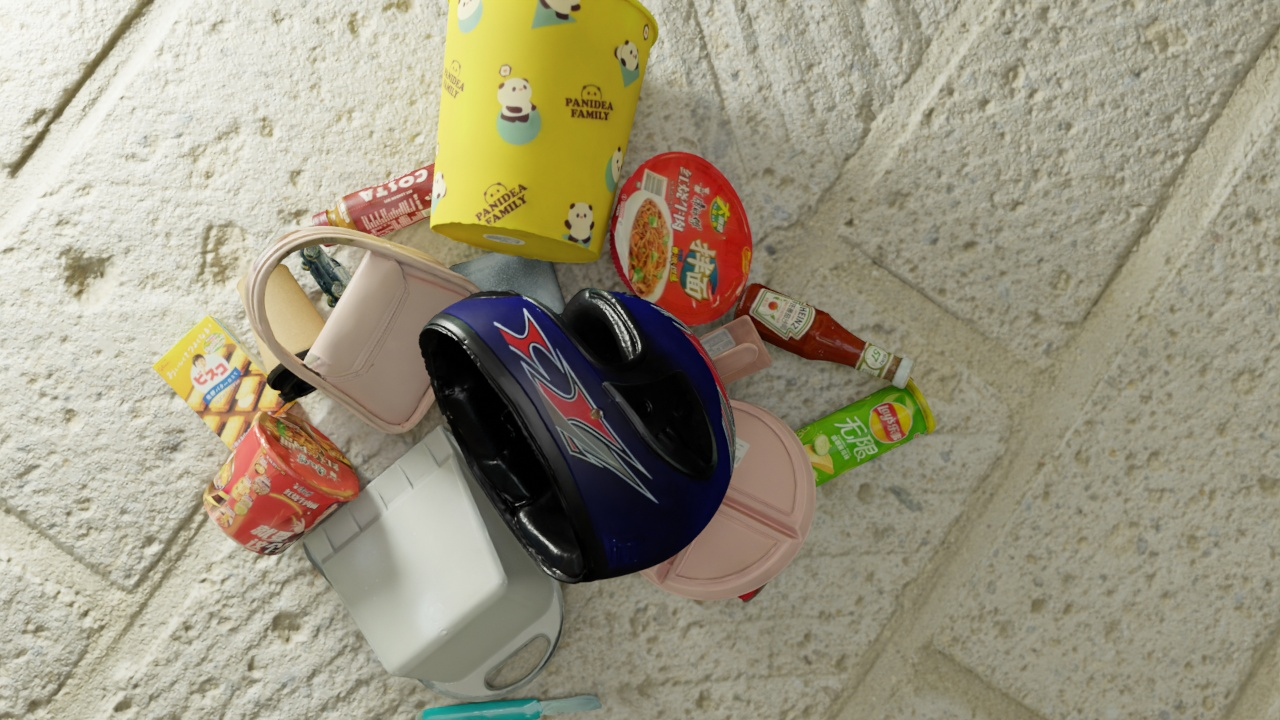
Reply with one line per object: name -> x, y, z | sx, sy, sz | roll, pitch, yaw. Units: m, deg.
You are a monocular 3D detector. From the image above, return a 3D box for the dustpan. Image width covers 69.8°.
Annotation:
dustpan -> -0.215, 0.252, 1.039 | 0.223, 0.142, 0.257 | -39, 60, 5

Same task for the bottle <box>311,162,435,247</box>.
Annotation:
bottle -> -0.288, -0.178, 1.056 | 0.175, 0.057, 0.057 | -21, 87, -3

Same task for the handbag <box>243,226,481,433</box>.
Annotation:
handbag -> -0.300, -0.046, 0.970 | 0.234, 0.093, 0.193 | 31, 86, -43

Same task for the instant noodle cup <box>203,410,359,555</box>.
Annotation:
instant noodle cup -> -0.395, 0.139, 1.001 | 0.138, 0.138, 0.108 | 44, 94, 2

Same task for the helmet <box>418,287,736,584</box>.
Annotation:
helmet -> -0.041, 0.048, 0.904 | 0.239, 0.248, 0.315 | -33, 100, -30

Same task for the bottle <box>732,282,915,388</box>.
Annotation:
bottle -> 0.206, -0.025, 1.035 | 0.206, 0.060, 0.059 | 25, 86, 14

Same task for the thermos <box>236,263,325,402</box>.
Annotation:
thermos -> -0.396, -0.034, 1.034 | 0.093, 0.093, 0.143 | -31, 80, -3

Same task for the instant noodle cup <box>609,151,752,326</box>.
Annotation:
instant noodle cup -> 0.034, -0.133, 1.027 | 0.193, 0.066, 0.193 | 2, 86, -37

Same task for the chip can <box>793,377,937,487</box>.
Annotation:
chip can -> 0.220, 0.096, 1.042 | 0.221, 0.072, 0.072 | -26, 87, -3

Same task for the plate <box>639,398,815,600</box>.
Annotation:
plate -> 0.074, 0.143, 0.998 | 0.230, 0.028, 0.229 | -8, 63, 16

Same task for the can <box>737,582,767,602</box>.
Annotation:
can -> 0.085, 0.211, 1.041 | 0.133, 0.053, 0.053 | 42, 86, 2

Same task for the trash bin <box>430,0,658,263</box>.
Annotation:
trash bin -> -0.113, -0.248, 0.982 | 0.229, 0.229, 0.255 | 9, 88, -1

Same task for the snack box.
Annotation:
snack box -> -0.476, 0.027, 1.053 | 0.087, 0.034, 0.140 | -44, 86, -4

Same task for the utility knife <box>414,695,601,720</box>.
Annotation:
utility knife -> -0.153, 0.401, 1.044 | 0.218, 0.013, 0.029 | -6, 85, 1

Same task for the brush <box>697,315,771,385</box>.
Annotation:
brush -> 0.069, 0.006, 1.025 | 0.146, 0.073, 0.063 | -25, 102, 19

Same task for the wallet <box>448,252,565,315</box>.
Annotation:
wallet -> -0.155, -0.083, 1.074 | 0.121, 0.019, 0.097 | -18, 84, -1

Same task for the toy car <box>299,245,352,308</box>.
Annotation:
toy car -> -0.360, -0.099, 1.059 | 0.034, 0.043, 0.090 | -38, 91, -31
